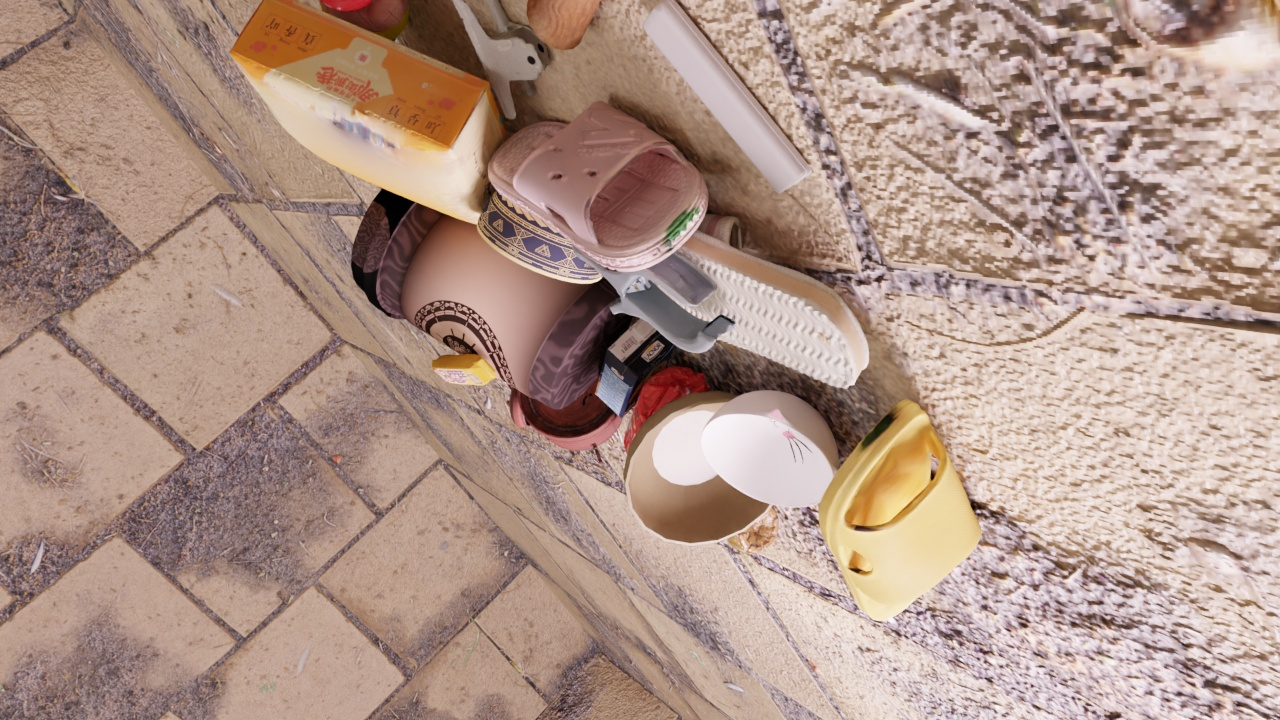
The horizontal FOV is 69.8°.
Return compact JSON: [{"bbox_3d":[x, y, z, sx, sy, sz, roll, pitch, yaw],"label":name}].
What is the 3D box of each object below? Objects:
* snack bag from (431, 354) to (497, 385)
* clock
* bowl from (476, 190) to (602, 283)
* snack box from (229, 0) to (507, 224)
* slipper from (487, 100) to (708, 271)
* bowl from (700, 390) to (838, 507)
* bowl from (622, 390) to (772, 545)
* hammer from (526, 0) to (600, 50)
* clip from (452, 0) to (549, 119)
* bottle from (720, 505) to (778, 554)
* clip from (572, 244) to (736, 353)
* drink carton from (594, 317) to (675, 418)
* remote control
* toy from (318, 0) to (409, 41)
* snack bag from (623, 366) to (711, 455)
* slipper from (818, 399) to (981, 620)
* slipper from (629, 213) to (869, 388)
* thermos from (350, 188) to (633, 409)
[{"bbox_3d":[-0.162,0.008,0.836,0.099,0.020,0.026,1,140,52],"label":"snack bag"},{"bbox_3d":[-0.084,0.035,1.033,0.158,0.120,0.072,30,164,19],"label":"clock"},{"bbox_3d":[-0.071,-0.118,0.755,0.112,0.112,0.061,37,115,25],"label":"bowl"},{"bbox_3d":[-0.211,-0.193,0.745,0.195,0.080,0.145,25,167,8],"label":"snack box"},{"bbox_3d":[-0.043,-0.137,0.643,0.239,0.094,0.064,34,162,48],"label":"slipper"},{"bbox_3d":[0.112,0.065,0.754,0.115,0.050,0.115,20,142,16],"label":"bowl"},{"bbox_3d":[0.055,0.090,0.830,0.152,0.152,0.050,58,-178,-30],"label":"bowl"},{"bbox_3d":[-0.005,-0.232,0.458,0.158,0.037,0.301,49,161,-8],"label":"hammer"},{"bbox_3d":[-0.093,-0.231,0.677,0.102,0.056,0.056,66,-163,-45],"label":"clip"},{"bbox_3d":[0.082,0.165,1.026,0.166,0.059,0.059,15,143,58],"label":"bottle"},{"bbox_3d":[0.016,-0.036,0.665,0.163,0.028,0.112,30,154,54],"label":"clip"},{"bbox_3d":[-0.005,0.005,0.884,0.040,0.064,0.130,42,160,8],"label":"drink carton"},{"bbox_3d":[0.049,-0.153,0.537,0.131,0.012,0.033,49,161,-7],"label":"remote control"},{"bbox_3d":[-0.237,-0.295,0.754,0.124,0.097,0.131,44,-175,14],"label":"toy"},{"bbox_3d":[0.026,0.067,0.917,0.082,0.082,0.177,43,161,10],"label":"snack bag"},{"bbox_3d":[0.194,0.134,0.671,0.078,0.099,0.263,44,167,37],"label":"slipper"},{"bbox_3d":[0.063,-0.055,0.647,0.263,0.052,0.115,30,157,49],"label":"slipper"},{"bbox_3d":[-0.133,-0.069,0.870,0.226,0.172,0.173,35,159,14],"label":"thermos"}]
